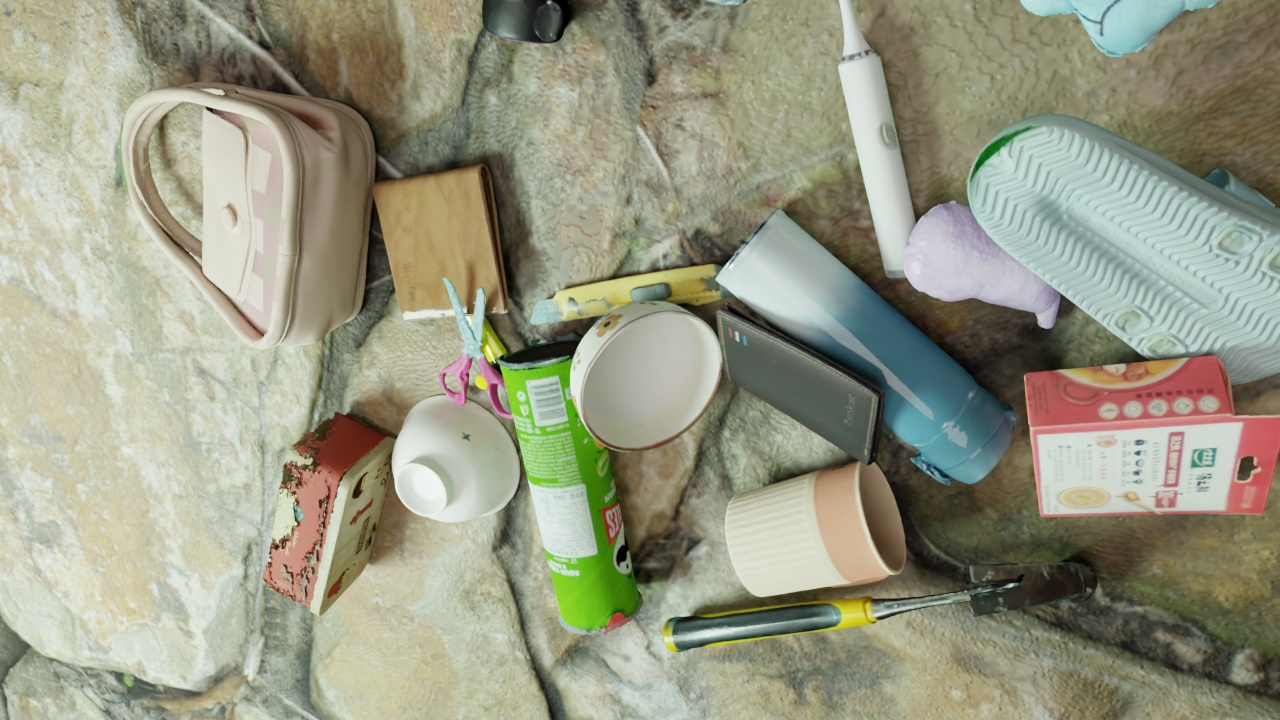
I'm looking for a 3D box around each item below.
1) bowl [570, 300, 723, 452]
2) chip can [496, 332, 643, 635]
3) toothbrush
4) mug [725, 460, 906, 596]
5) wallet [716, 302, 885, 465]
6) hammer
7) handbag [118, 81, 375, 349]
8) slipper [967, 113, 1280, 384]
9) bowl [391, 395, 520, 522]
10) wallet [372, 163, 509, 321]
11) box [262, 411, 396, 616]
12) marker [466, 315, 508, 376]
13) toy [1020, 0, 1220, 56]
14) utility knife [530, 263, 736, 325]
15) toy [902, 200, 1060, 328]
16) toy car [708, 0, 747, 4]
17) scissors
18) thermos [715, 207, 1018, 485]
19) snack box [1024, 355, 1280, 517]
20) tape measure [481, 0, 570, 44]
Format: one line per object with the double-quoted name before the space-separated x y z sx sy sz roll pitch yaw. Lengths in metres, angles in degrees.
"bowl" -0.004 0.004 0.665 0.062 0.113 0.114 44 131 49
"chip can" -0.054 0.100 0.730 0.072 0.072 0.236 -3 110 22
"toothbrush" 0.143 -0.159 0.573 0.026 0.026 0.221 4 116 53
"mug" 0.134 0.132 0.673 0.106 0.081 0.114 -19 133 29
"wallet" 0.107 0.016 0.617 0.122 0.020 0.096 32 161 26
"hammer" 0.152 0.184 0.676 0.324 0.126 0.031 -19 68 33
"handbag" -0.333 -0.135 0.746 0.234 0.093 0.194 26 118 18
"slipper" 0.294 -0.066 0.522 0.245 0.074 0.104 26 129 -9
"bowl" -0.169 0.096 0.779 0.118 0.064 0.118 8 115 18
"wallet" -0.154 -0.089 0.715 0.101 0.020 0.115 -4 102 24
"box" -0.287 0.135 0.825 0.079 0.091 0.169 25 118 7
"marker" -0.105 0.011 0.748 0.018 0.015 0.124 -25 104 32
"toy" 0.253 -0.254 0.477 0.161 0.049 0.157 30 121 2
"utility knife" -0.008 -0.048 0.688 0.173 0.018 0.031 -7 103 28
"toy" 0.217 -0.065 0.568 0.108 0.038 0.084 9 112 0
"toy car" 0.065 -0.275 0.551 0.054 0.036 0.121 33 122 6
"scissors" -0.141 -0.010 0.731 0.096 0.017 0.137 3 126 29
"thermos" 0.150 -0.007 0.610 0.220 0.070 0.070 42 120 1
"snack box" 0.305 0.050 0.556 0.127 0.044 0.113 -5 142 23
"tape measure" -0.076 -0.235 0.609 0.058 0.057 0.039 11 119 -1
